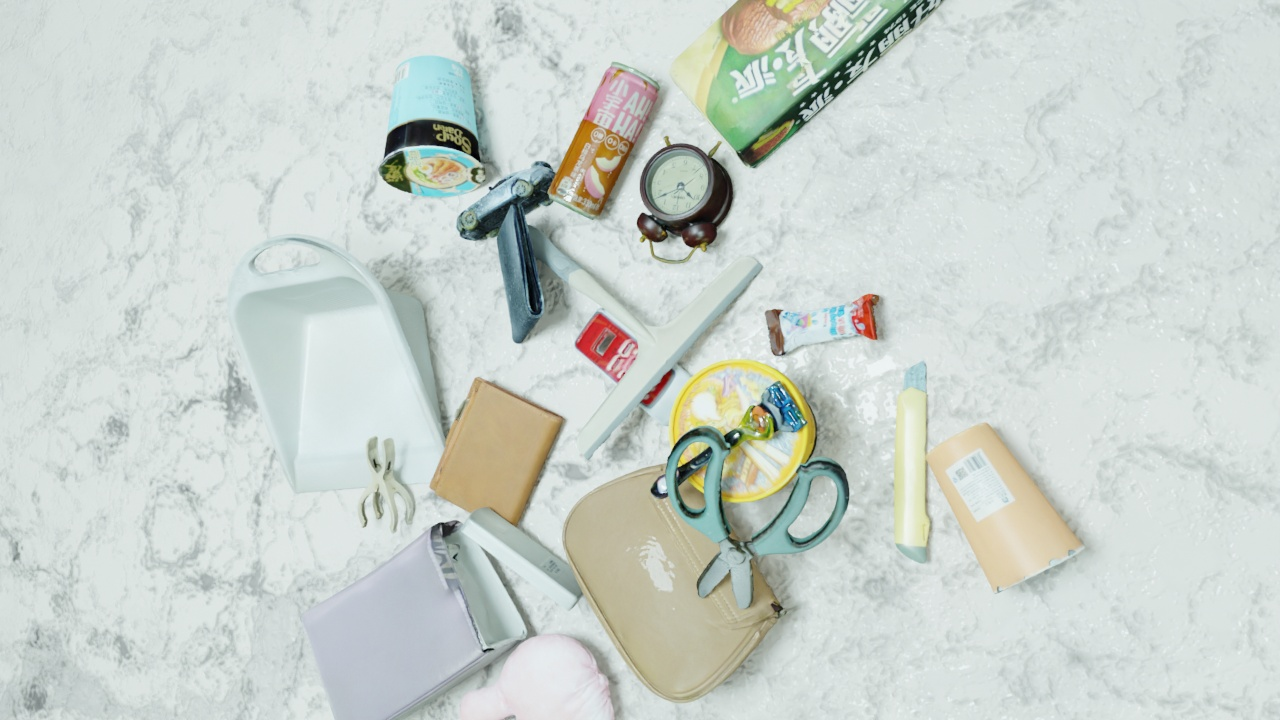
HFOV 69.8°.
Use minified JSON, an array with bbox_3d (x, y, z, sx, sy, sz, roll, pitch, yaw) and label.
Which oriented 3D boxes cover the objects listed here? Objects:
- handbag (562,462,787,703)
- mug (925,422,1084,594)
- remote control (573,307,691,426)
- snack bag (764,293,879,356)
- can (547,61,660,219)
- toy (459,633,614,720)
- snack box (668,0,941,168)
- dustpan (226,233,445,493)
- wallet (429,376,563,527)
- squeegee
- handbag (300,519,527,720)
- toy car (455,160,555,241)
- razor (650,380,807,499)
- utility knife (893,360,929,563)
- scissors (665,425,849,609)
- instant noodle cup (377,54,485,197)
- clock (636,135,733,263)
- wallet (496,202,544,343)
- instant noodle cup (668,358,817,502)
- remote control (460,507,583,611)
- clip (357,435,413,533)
[{"bbox_3d":[0.028,0.196,0.834,0.148,0.099,0.204,-34,74,8],"label":"handbag"},{"bbox_3d":[0.289,0.117,0.746,0.078,0.078,0.122,-34,70,16],"label":"mug"},{"bbox_3d":[-0.005,0.005,0.901,0.136,0.020,0.056,40,100,20],"label":"remote control"},{"bbox_3d":[0.166,-0.033,0.832,0.105,0.026,0.045,-9,85,23],"label":"snack bag"},{"bbox_3d":[-0.037,-0.216,0.911,0.058,0.058,0.147,29,96,21],"label":"can"},{"bbox_3d":[-0.100,0.335,0.891,0.160,0.054,0.121,-30,86,16],"label":"toy"},{"bbox_3d":[0.152,-0.301,0.839,0.240,0.063,0.114,-40,74,14],"label":"snack box"},{"bbox_3d":[-0.334,0.007,0.969,0.223,0.142,0.257,-7,82,21],"label":"dustpan"},{"bbox_3d":[-0.151,0.096,0.941,0.108,0.031,0.132,24,95,11],"label":"wallet"},{"bbox_3d":[-0.053,-0.074,0.902,0.246,0.039,0.246,-47,63,-3],"label":"squeegee"},{"bbox_3d":[-0.231,0.270,0.928,0.197,0.098,0.145,-36,76,16],"label":"handbag"},{"bbox_3d":[-0.139,-0.164,0.950,0.121,0.054,0.036,-30,78,18],"label":"toy car"},{"bbox_3d":[0.064,0.071,0.743,0.143,0.022,0.042,-35,71,16],"label":"razor"},{"bbox_3d":[0.237,0.087,0.798,0.031,0.019,0.175,1,87,18],"label":"utility knife"},{"bbox_3d":[0.099,0.128,0.734,0.177,0.019,0.174,-7,109,13],"label":"scissors"},{"bbox_3d":[-0.218,-0.250,0.969,0.111,0.111,0.120,-9,73,21],"label":"instant noodle cup"},{"bbox_3d":[0.040,-0.151,0.876,0.082,0.055,0.122,12,87,22],"label":"clock"},{"bbox_3d":[-0.125,-0.086,0.924,0.019,0.097,0.120,-7,79,-21],"label":"wallet"},{"bbox_3d":[0.099,0.061,0.803,0.119,0.114,0.118,-2,85,22],"label":"instant noodle cup"},{"bbox_3d":[-0.112,0.192,0.894,0.135,0.056,0.019,34,99,6],"label":"remote control"},{"bbox_3d":[-0.286,0.136,0.983,0.089,0.034,0.104,-18,96,27],"label":"clip"}]
